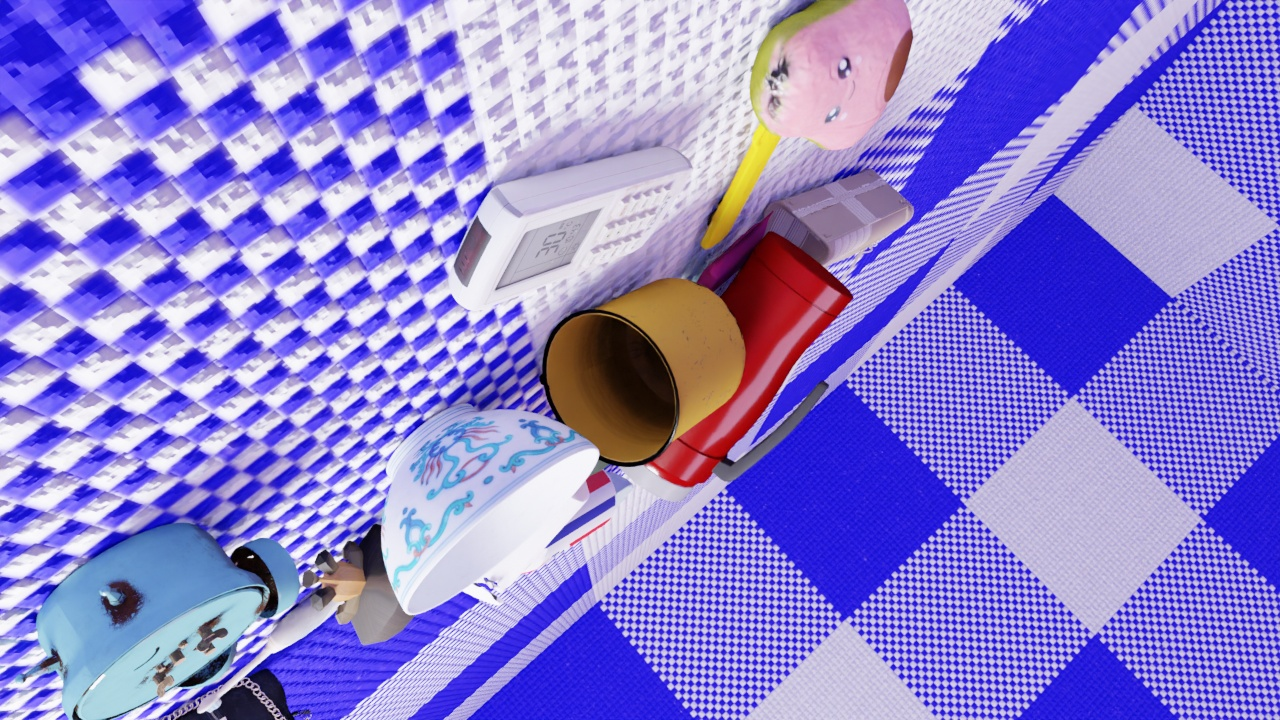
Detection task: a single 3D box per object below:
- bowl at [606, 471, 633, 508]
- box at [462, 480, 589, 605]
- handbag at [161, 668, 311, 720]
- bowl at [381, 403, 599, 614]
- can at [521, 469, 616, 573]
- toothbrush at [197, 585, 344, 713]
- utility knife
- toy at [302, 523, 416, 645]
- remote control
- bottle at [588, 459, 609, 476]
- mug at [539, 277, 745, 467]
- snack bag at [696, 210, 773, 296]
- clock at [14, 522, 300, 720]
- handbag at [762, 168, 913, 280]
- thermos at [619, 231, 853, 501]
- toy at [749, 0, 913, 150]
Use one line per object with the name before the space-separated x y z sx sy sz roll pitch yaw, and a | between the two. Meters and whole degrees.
bowl | -0.060 0.161 1.029 0.106 0.039 0.106 -40 167 -12
box | -0.102 0.120 0.658 0.080 0.089 0.143 33 103 -39
handbag | -0.283 0.269 0.625 0.128 0.079 0.054 -24 158 -53
bowl | -0.103 0.074 0.548 0.143 0.074 0.144 -40 167 -12
can | -0.082 0.138 0.821 0.070 0.070 0.131 -50 165 29
toothbrush | -0.224 0.173 0.624 0.185 0.022 0.024 -41 149 -13
utility knife | 0.057 -0.096 0.602 0.030 0.019 0.224 -30 161 -28
toy | -0.178 0.142 0.584 0.063 0.076 0.100 -7 163 27
remote control | -0.029 -0.065 0.429 0.138 0.025 0.060 -28 160 -48
bottle | -0.049 0.070 0.741 0.173 0.055 0.055 -36 165 -22
mug | -0.004 0.003 0.595 0.124 0.100 0.093 -1 -162 36
snack bag | 0.050 -0.043 0.725 0.070 0.016 0.197 -42 171 -28
clock | -0.209 0.116 0.417 0.090 0.053 0.124 -43 167 7
handbag | 0.126 -0.064 0.802 0.175 0.062 0.198 -27 159 -49
thermos | 0.071 0.015 0.670 0.199 0.108 0.083 -52 168 18
toy | 0.096 -0.147 0.473 0.109 0.051 0.090 -25 145 -35
